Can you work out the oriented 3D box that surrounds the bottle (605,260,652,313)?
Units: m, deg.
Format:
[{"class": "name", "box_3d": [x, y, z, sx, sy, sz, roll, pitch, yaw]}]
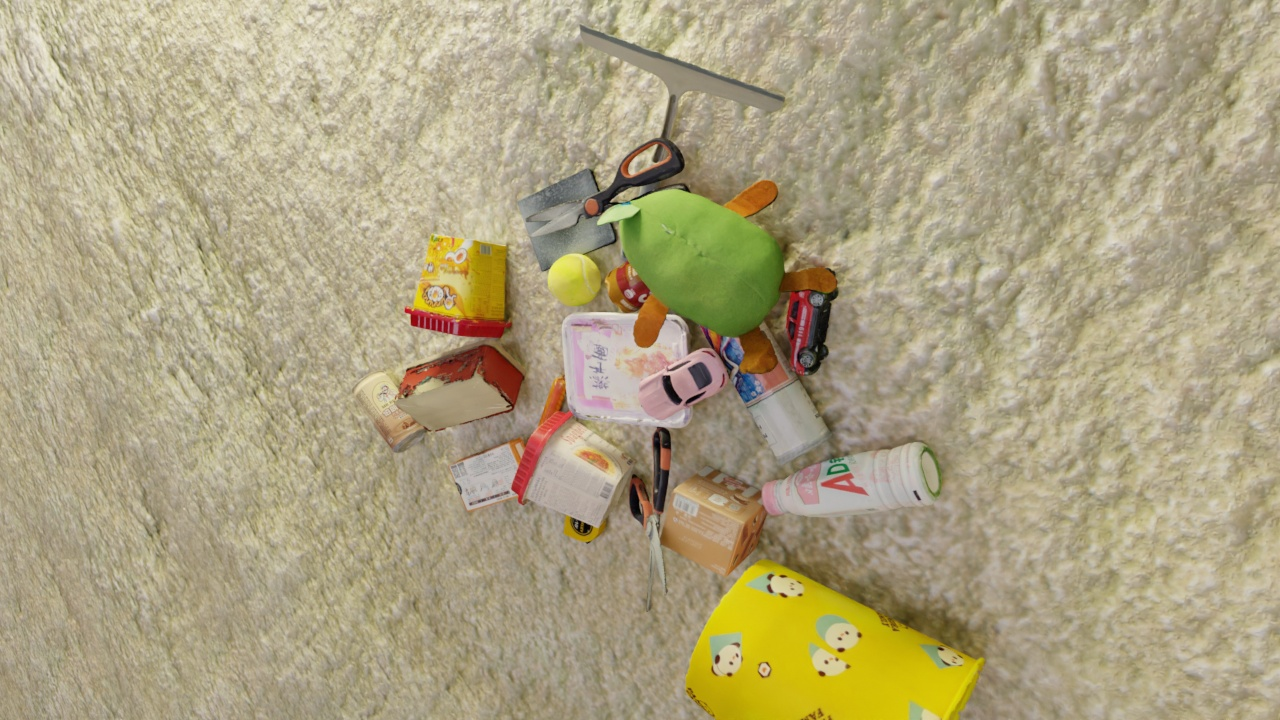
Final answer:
[{"class": "bottle", "box_3d": [0.040, -0.116, 1.068, 0.175, 0.057, 0.057, -29, 87, 32]}]

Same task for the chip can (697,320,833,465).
[{"class": "chip can", "box_3d": [0.133, 0.008, 1.038, 0.071, 0.071, 0.214, -33, 84, 32]}]

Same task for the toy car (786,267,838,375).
[{"class": "toy car", "box_3d": [0.185, -0.043, 1.007, 0.045, 0.052, 0.120, 12, 105, 29]}]

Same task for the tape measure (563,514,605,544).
[{"class": "tape measure", "box_3d": [-0.073, 0.213, 1.231, 0.057, 0.028, 0.060, 17, 110, 27]}]

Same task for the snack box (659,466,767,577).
[{"class": "snack box", "box_3d": [0.090, 0.190, 1.092, 0.093, 0.094, 0.077, 23, 112, 23]}]

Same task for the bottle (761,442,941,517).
[{"class": "bottle", "box_3d": [0.228, 0.140, 1.019, 0.197, 0.068, 0.068, -17, 93, 35]}]

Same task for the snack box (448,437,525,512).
[{"class": "snack box", "box_3d": [-0.206, 0.161, 1.283, 0.154, 0.026, 0.075, -22, 91, 42]}]

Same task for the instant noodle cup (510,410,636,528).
[{"class": "instant noodle cup", "box_3d": [-0.083, 0.144, 1.178, 0.124, 0.116, 0.117, 28, 114, 10]}]

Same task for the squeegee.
[{"class": "squeegee", "box_3d": [0.018, -0.229, 1.066, 0.246, 0.039, 0.247, 23, 119, 12]}]

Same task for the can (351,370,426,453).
[{"class": "can", "box_3d": [-0.370, 0.076, 1.352, 0.059, 0.058, 0.116, -44, 79, 30]}]

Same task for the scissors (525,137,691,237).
[{"class": "scissors", "box_3d": [-0.044, -0.199, 1.076, 0.234, 0.021, 0.160, 14, 110, 24]}]

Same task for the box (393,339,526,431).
[{"class": "box", "box_3d": [-0.248, 0.042, 1.240, 0.169, 0.080, 0.091, -16, 134, 32]}]

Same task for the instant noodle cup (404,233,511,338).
[{"class": "instant noodle cup", "box_3d": [-0.234, -0.098, 1.207, 0.116, 0.115, 0.124, 12, 96, 27]}]

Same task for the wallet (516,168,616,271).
[{"class": "wallet", "box_3d": [-0.093, -0.176, 1.156, 0.121, 0.019, 0.097, -18, 95, 31]}]

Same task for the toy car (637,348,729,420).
[{"class": "toy car", "box_3d": [0.046, 0.029, 1.045, 0.123, 0.037, 0.056, -30, 85, 33]}]

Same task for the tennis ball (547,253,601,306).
[{"class": "tennis ball", "box_3d": [-0.082, -0.100, 1.138, 0.066, 0.065, 0.065, 8, 106, 28]}]

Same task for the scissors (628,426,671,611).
[{"class": "scissors", "box_3d": [0.015, 0.181, 1.094, 0.015, 0.227, 0.189, 9, 105, -17]}]

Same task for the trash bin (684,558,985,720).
[{"class": "trash bin", "box_3d": [0.204, 0.359, 1.004, 0.255, 0.229, 0.230, 27, 114, 28]}]

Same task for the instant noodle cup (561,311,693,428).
[{"class": "instant noodle cup", "box_3d": [-0.007, 0.007, 1.125, 0.174, 0.060, 0.138, 3, 104, 30]}]

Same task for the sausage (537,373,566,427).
[{"class": "sausage", "box_3d": [-0.127, 0.089, 1.236, 0.021, 0.021, 0.165, 30, 116, 21]}]

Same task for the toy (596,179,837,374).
[{"class": "toy", "box_3d": [0.075, -0.099, 0.971, 0.247, 0.090, 0.227, 39, 83, 16]}]
